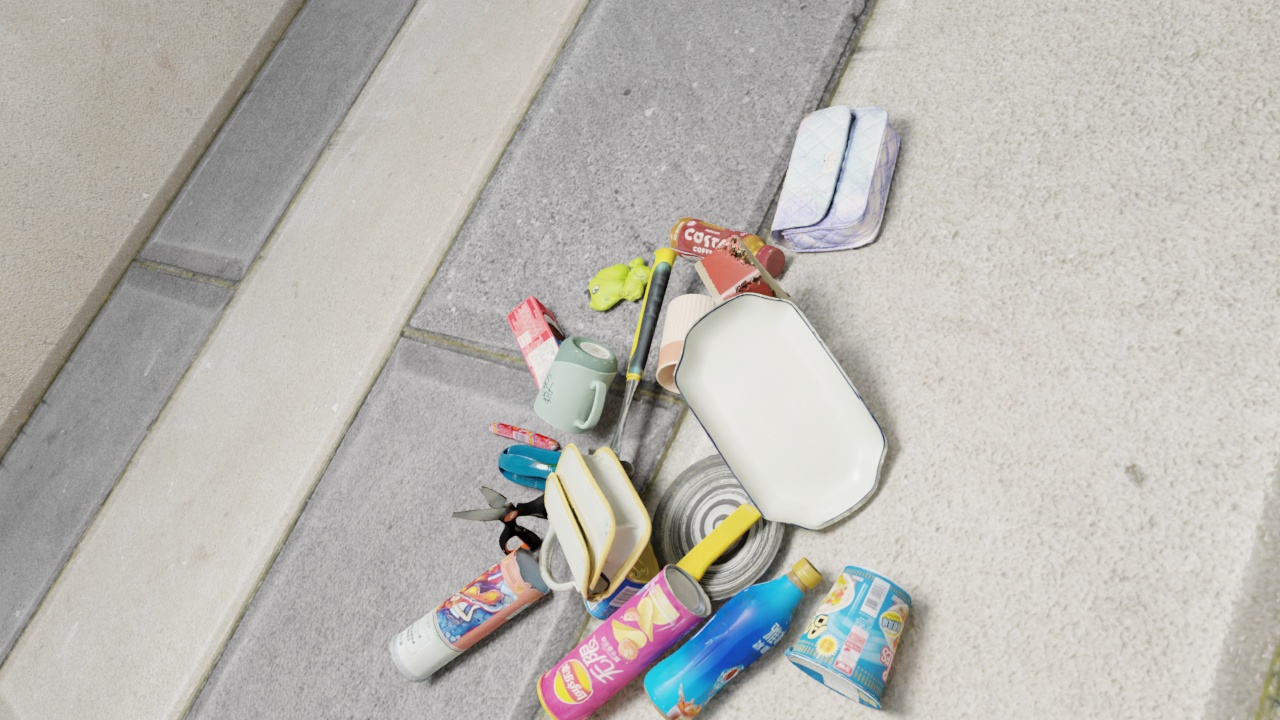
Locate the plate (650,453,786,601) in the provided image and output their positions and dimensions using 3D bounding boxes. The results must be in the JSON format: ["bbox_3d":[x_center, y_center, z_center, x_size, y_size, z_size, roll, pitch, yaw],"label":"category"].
[{"bbox_3d":[0.092,0.191,1.059,0.180,0.024,0.179,-20,53,28],"label":"plate"}]

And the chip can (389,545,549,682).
[{"bbox_3d":[-0.217,0.326,1.175,0.215,0.071,0.071,-37,46,12],"label":"chip can"}]

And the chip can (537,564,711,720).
[{"bbox_3d":[-0.019,0.315,1.006,0.211,0.071,0.071,-45,44,17],"label":"chip can"}]

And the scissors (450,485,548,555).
[{"bbox_3d":[-0.158,0.199,1.124,0.021,0.226,0.198,48,126,27],"label":"scissors"}]

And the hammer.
[{"bbox_3d":[-0.007,0.007,1.188,0.126,0.032,0.322,155,132,-67],"label":"hammer"}]

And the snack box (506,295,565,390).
[{"bbox_3d":[-0.135,-0.007,1.339,0.058,0.057,0.207,-38,46,8],"label":"snack box"}]

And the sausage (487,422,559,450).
[{"bbox_3d":[-0.170,0.108,1.317,0.156,0.020,0.020,11,70,41],"label":"sausage"}]

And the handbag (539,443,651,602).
[{"bbox_3d":[-0.074,0.203,1.063,0.179,0.063,0.163,-62,34,21],"label":"handbag"}]

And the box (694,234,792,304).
[{"bbox_3d":[0.145,-0.073,1.087,0.077,0.168,0.091,-36,46,13],"label":"box"}]

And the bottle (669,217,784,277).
[{"bbox_3d":[0.116,-0.150,1.239,0.175,0.057,0.057,25,79,44],"label":"bottle"}]

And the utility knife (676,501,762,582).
[{"bbox_3d":[0.082,0.211,1.026,0.168,0.015,0.033,-44,52,7],"label":"utility knife"}]

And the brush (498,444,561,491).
[{"bbox_3d":[-0.140,0.144,1.232,0.144,0.073,0.055,7,83,39],"label":"brush"}]

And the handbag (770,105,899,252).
[{"bbox_3d":[0.250,-0.237,1.181,0.134,0.075,0.193,-1,61,38],"label":"handbag"}]

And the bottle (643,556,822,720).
[{"bbox_3d":[0.100,0.288,0.958,0.219,0.065,0.065,-44,45,6],"label":"bottle"}]

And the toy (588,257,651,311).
[{"bbox_3d":[-0.032,-0.113,1.348,0.100,0.031,0.096,16,73,38],"label":"toy"}]

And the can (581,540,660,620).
[{"bbox_3d":[-0.030,0.243,1.082,0.083,0.057,0.102,-50,41,27],"label":"can"}]

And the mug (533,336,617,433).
[{"bbox_3d":[-0.077,0.036,1.189,0.111,0.082,0.106,50,120,49],"label":"mug"}]

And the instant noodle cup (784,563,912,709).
[{"bbox_3d":[0.207,0.259,0.882,0.099,0.099,0.109,15,65,42],"label":"instant noodle cup"}]

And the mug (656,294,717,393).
[{"bbox_3d":[0.060,-0.015,1.187,0.115,0.081,0.105,-40,34,53],"label":"mug"}]

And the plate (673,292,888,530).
[{"bbox_3d":[0.151,0.055,1.004,0.162,0.034,0.265,-35,84,3],"label":"plate"}]
